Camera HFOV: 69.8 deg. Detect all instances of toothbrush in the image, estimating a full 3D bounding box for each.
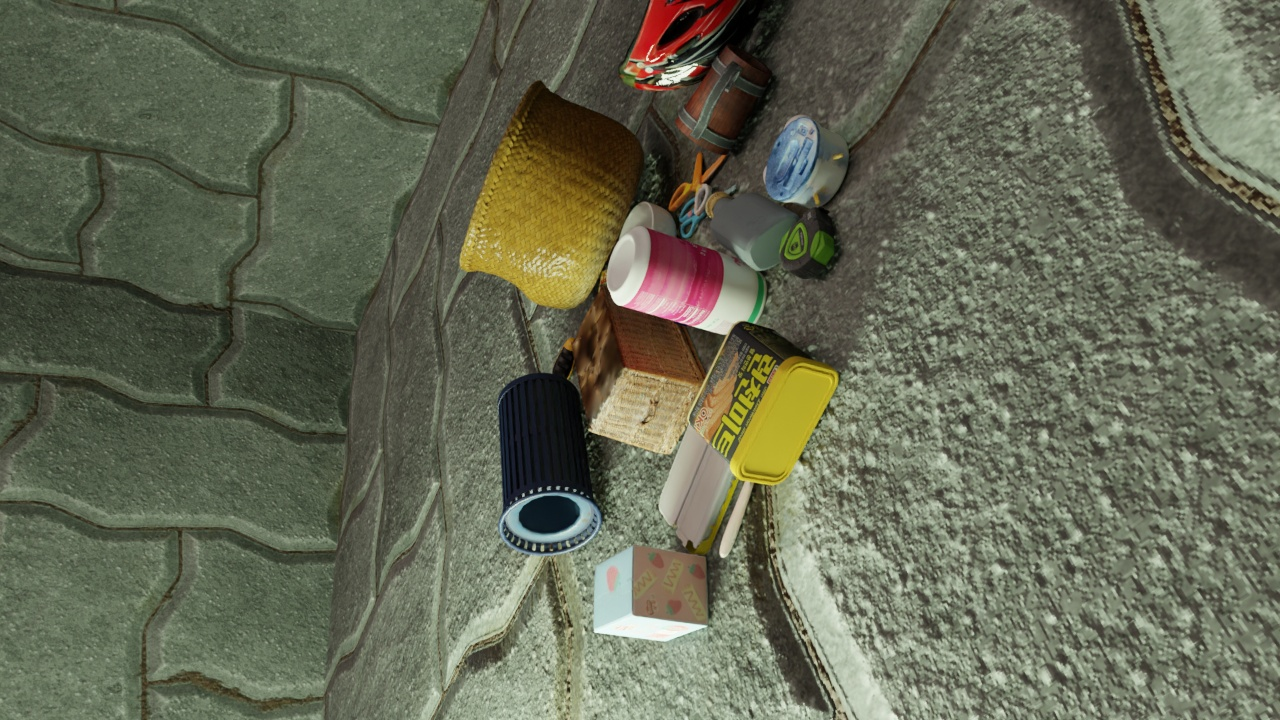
[{"bbox_3d":[-0.141,0.047,1.506,0.030,0.031,0.197,-55,-11,-64],"label":"toothbrush"},{"bbox_3d":[0.117,0.123,0.950,0.018,0.015,0.181,34,107,58],"label":"toothbrush"}]

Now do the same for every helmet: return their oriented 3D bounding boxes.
[{"bbox_3d":[0.067,-0.463,1.171,0.272,0.167,0.217,-60,8,7],"label":"helmet"}]

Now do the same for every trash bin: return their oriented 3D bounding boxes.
[{"bbox_3d":[-0.140,0.140,1.330,0.140,0.139,0.249,-57,29,34],"label":"trash bin"}]

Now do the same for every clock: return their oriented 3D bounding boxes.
[{"bbox_3d":[0.170,-0.212,0.975,0.089,0.052,0.125,-66,27,21],"label":"clock"}]

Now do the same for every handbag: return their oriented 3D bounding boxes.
[{"bbox_3d":[-0.049,-0.150,1.429,0.120,0.029,0.055,147,134,-62],"label":"handbag"}]

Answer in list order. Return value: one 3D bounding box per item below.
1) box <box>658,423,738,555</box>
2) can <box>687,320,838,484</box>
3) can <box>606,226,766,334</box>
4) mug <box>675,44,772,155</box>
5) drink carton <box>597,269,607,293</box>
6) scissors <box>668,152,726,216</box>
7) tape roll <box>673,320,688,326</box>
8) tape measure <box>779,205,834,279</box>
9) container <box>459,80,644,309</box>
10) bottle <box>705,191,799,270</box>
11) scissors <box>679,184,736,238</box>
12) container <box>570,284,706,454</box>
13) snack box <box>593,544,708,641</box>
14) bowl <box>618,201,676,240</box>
[{"bbox_3d":[0.078,0.103,1.034,0.127,0.023,0.210,44,118,59],"label":"box"},{"bbox_3d":[0.116,0.039,0.904,0.101,0.072,0.131,45,115,50],"label":"can"},{"bbox_3d":[0.051,-0.086,1.018,0.088,0.165,0.088,-41,42,51],"label":"can"},{"bbox_3d":[0.099,-0.318,1.122,0.111,0.081,0.117,-56,-5,28],"label":"mug"},{"bbox_3d":[-0.036,-0.079,1.341,0.058,0.041,0.122,-11,67,63],"label":"drink carton"},{"bbox_3d":[0.075,-0.232,1.214,0.126,0.011,0.128,-43,33,41],"label":"scissors"},{"bbox_3d":[0.061,-0.088,1.121,0.093,0.016,0.091,-21,-54,-83],"label":"tape roll"},{"bbox_3d":[0.173,-0.114,0.939,0.059,0.035,0.065,-34,43,42],"label":"tape measure"},{"bbox_3d":[-0.122,-0.233,1.359,0.307,0.196,0.307,-161,92,-83],"label":"container"},{"bbox_3d":[0.119,-0.155,1.037,0.072,0.046,0.161,-37,30,-1],"label":"bottle"},{"bbox_3d":[0.085,-0.200,1.189,0.137,0.015,0.056,151,131,-62],"label":"scissors"},{"bbox_3d":[-0.007,0.007,1.153,0.114,0.112,0.198,-61,28,29],"label":"container"},{"bbox_3d":[0.010,0.256,1.005,0.093,0.094,0.079,-41,42,51],"label":"snack box"},{"bbox_3d":[0.013,-0.163,1.269,0.105,0.054,0.104,-37,47,52],"label":"bowl"}]
